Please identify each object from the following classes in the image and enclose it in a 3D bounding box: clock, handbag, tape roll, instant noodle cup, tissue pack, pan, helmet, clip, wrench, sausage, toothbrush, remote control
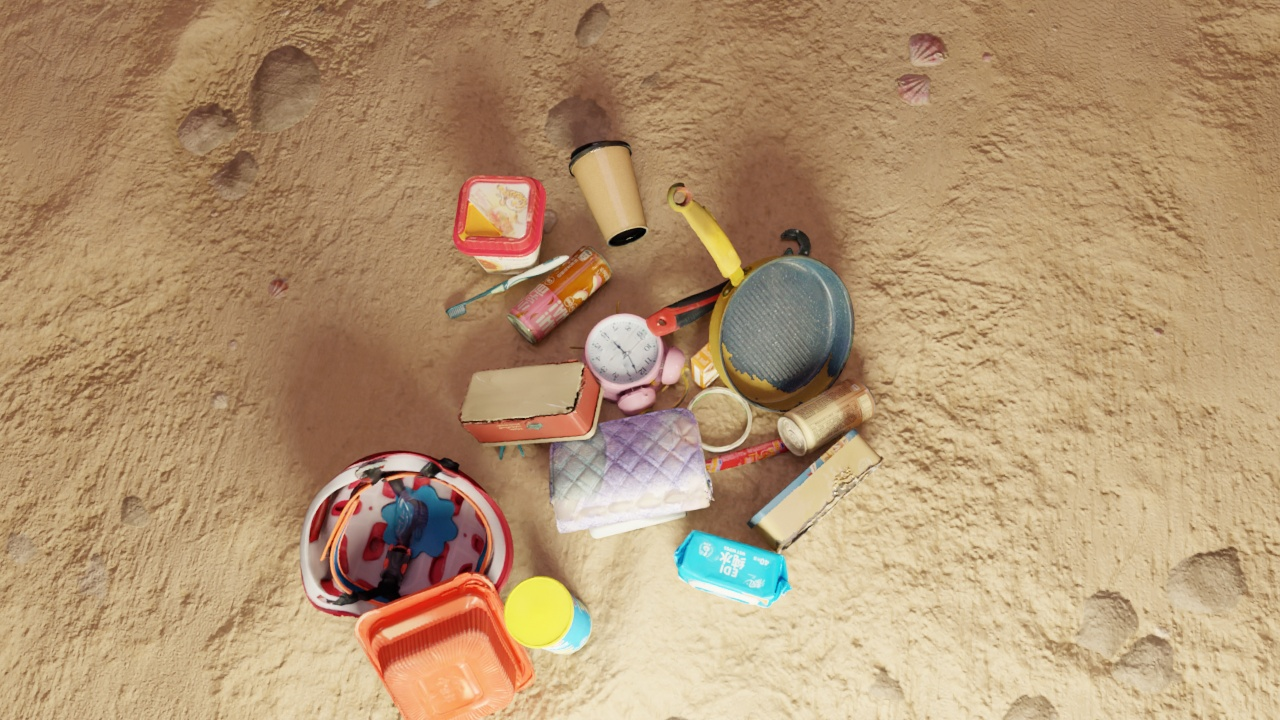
[{"bbox_3d":[-0.007,0.007,1.198,0.158,0.060,0.117,43,79,14],"label":"clock"},{"bbox_3d":[-0.013,0.137,1.127,0.194,0.076,0.134,-11,41,5],"label":"handbag"},{"bbox_3d":[0.101,0.076,1.191,0.086,0.014,0.085,-1,70,3],"label":"tape roll"},{"bbox_3d":[-0.181,-0.175,1.238,0.116,0.124,0.116,3,71,5],"label":"instant noodle cup"},{"bbox_3d":[0.108,0.250,1.089,0.140,0.090,0.063,15,72,9],"label":"tissue pack"},{"bbox_3d":[0.134,-0.082,1.101,0.197,0.078,0.357,-49,116,-8],"label":"pan"},{"bbox_3d":[-0.272,0.204,1.100,0.240,0.144,0.207,14,96,-10],"label":"helmet"},{"bbox_3d":[-0.171,0.102,1.199,0.033,0.013,0.054,-9,72,-1],"label":"clip"},{"bbox_3d":[0.123,-0.101,1.221,0.272,0.016,0.056,-31,77,-21],"label":"wrench"},{"bbox_3d":[0.145,0.119,1.171,0.156,0.020,0.020,-16,71,-2],"label":"sausage"},{"bbox_3d":[-0.216,0.342,1.034,0.164,0.079,0.189,-23,115,-4],"label":"instant noodle cup"},{"bbox_3d":[-0.181,-0.100,1.246,0.192,0.016,0.018,-23,80,12],"label":"toothbrush"},{"bbox_3d":[-0.007,0.186,1.154,0.125,0.024,0.049,-14,71,-2],"label":"remote control"}]

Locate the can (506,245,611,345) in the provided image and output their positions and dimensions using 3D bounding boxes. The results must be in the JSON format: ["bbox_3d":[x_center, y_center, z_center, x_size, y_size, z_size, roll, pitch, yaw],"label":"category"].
[{"bbox_3d":[-0.108,-0.089,1.238,0.147,0.058,0.058,-43,74,-11],"label":"can"}]

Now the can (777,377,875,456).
[{"bbox_3d":[0.233,0.070,1.149,0.116,0.059,0.058,-26,71,-21],"label":"can"}]

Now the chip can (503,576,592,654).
[{"bbox_3d":[-0.098,0.289,1.024,0.071,0.210,0.071,-1,70,3],"label":"chip can"}]

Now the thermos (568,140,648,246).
[{"bbox_3d":[-0.041,-0.235,1.274,0.093,0.093,0.143,-18,79,-3],"label":"thermos"}]

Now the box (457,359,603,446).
[{"bbox_3d":[-0.140,0.048,1.148,0.169,0.076,0.091,-6,52,22],"label":"box"}]

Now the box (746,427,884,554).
[{"bbox_3d":[0.207,0.164,1.114,0.184,0.090,0.060,-37,77,-13],"label":"box"}]

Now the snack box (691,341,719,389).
[{"bbox_3d":[0.127,-0.032,1.194,0.153,0.075,0.026,-43,73,-11],"label":"snack box"}]
